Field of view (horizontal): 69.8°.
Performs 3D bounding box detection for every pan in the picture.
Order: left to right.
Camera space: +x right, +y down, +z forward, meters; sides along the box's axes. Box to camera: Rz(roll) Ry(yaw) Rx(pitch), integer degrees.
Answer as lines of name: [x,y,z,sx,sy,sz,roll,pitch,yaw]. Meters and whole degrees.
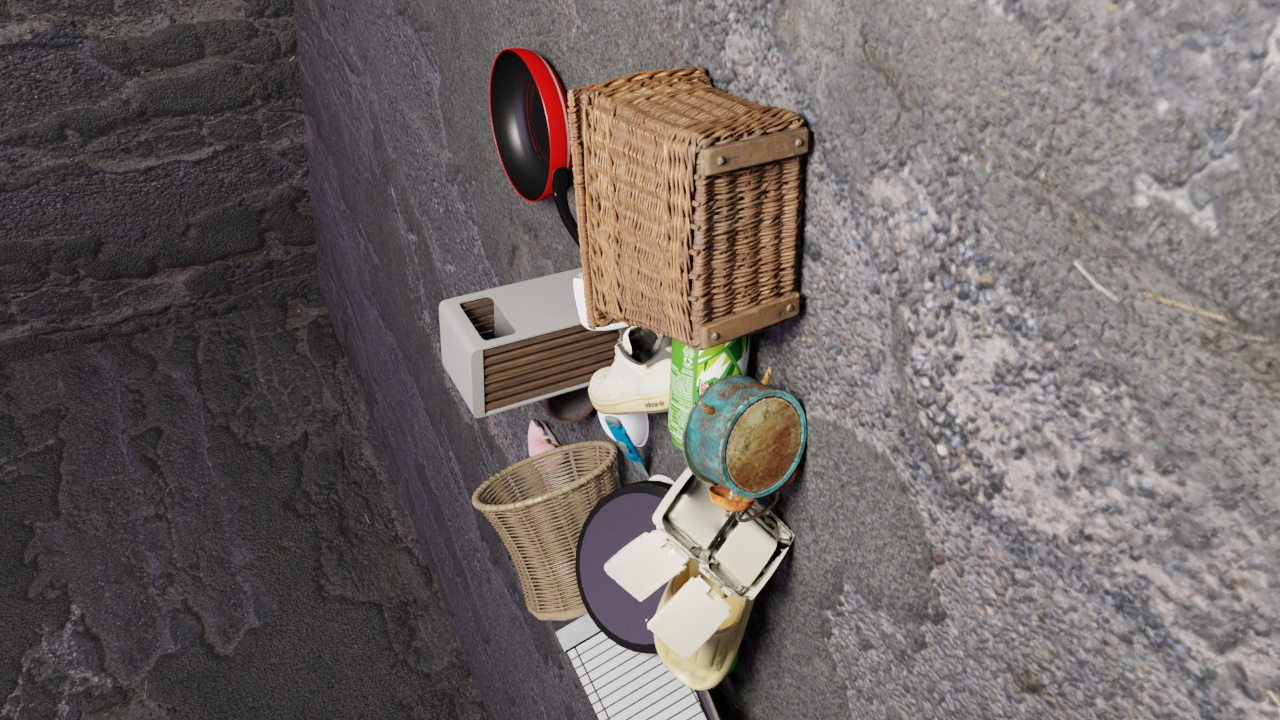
pan: [-0.124,-0.275,1.252,0.356,0.067,0.209,58,150,29]
pan: [0.033,0.328,1.186,0.226,0.034,0.356,-34,67,26]

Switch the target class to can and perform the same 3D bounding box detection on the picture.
can: [0.073,0.023,0.995,0.083,0.083,0.144,36,130,52]

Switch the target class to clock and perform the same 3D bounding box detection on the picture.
clock: [0.107,0.092,0.946,0.073,0.121,0.158,23,131,53]

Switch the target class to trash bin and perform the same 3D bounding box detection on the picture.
trash bin: [-0.142,-0.029,1.246,0.114,0.228,0.115,50,146,40]
trash bin: [0.014,0.462,1.268,0.246,0.142,0.142,58,175,30]

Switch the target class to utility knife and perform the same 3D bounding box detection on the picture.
utility knife: [-0.016,0.118,1.237,0.031,0.015,0.196,22,160,26]

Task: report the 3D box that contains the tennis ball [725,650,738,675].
tennis ball: [0.095,0.382,1.200,0.065,0.065,0.065,42,140,48]

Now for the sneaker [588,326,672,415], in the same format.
sneaker: [-0.007,0.007,1.153,0.242,0.088,0.102,-2,112,59]

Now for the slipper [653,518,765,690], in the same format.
slipper: [0.072,0.282,1.082,0.111,0.079,0.262,28,112,25]

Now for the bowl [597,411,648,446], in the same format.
bowl: [-0.033,0.076,1.307,0.110,0.040,0.110,42,140,48]

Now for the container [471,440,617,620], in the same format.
container: [-0.113,0.256,1.385,0.227,0.226,0.196,5,116,63]

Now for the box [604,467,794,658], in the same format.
box: [0.062,0.210,0.998,0.145,0.186,0.066,45,180,-11]

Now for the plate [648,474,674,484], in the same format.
plate: [0.044,0.253,1.283,0.188,0.016,0.189,42,140,48]

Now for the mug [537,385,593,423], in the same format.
mug: [-0.118,0.043,1.424,0.123,0.096,0.110,54,178,-41]

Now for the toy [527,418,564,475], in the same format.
toy: [-0.169,0.161,1.622,0.102,0.050,0.093,48,141,37]

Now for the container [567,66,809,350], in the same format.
container: [0.051,-0.139,0.880,0.183,0.162,0.250,32,133,50]

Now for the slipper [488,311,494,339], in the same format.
slipper: [-0.231,-0.041,1.620,0.295,0.060,0.118,15,115,61]

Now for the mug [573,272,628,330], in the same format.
mug: [-0.033,-0.083,1.165,0.115,0.094,0.068,-61,-38,-72]
